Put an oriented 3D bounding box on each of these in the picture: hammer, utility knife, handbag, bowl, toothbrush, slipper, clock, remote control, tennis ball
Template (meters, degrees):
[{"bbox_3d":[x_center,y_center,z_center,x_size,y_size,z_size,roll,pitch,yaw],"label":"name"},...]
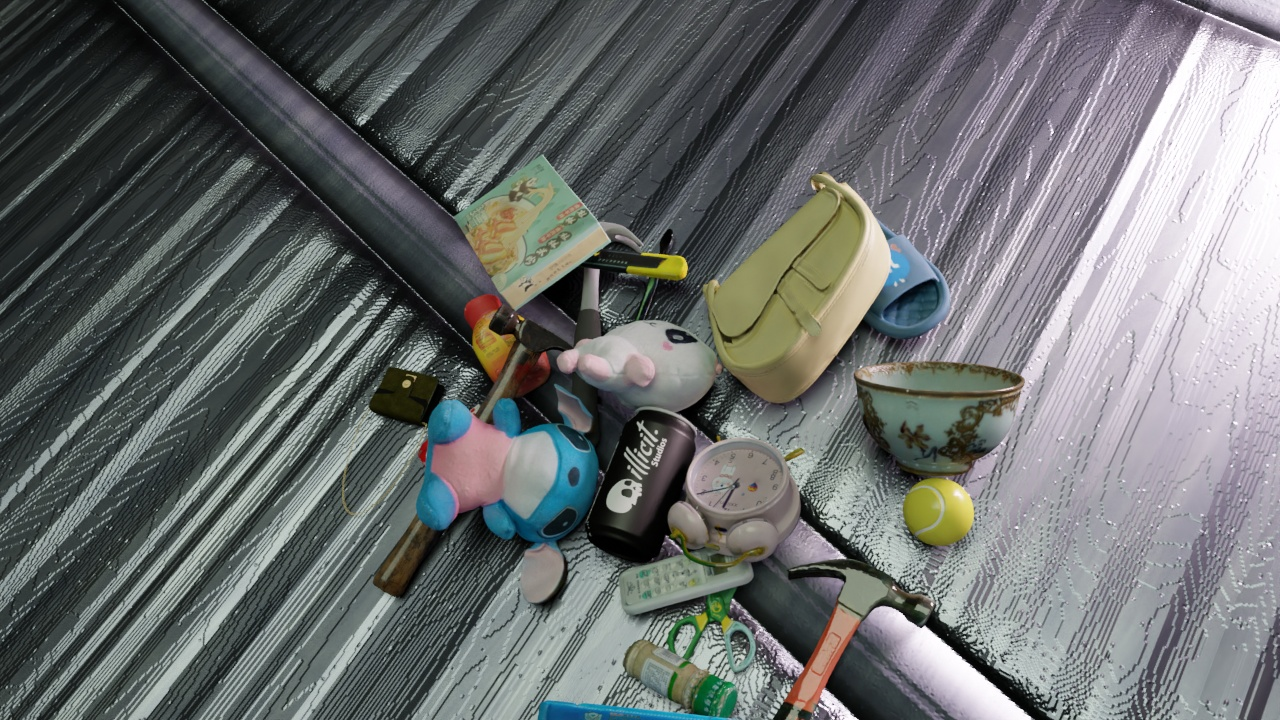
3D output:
[{"bbox_3d":[0.135,0.330,0.834,0.133,0.033,0.332,26,69,22],"label":"hammer"},{"bbox_3d":[-0.029,-0.119,1.098,0.174,0.020,0.028,8,64,19],"label":"utility knife"},{"bbox_3d":[0.167,-0.084,0.997,0.233,0.088,0.191,-45,50,9],"label":"handbag"},{"bbox_3d":[0.292,0.060,0.907,0.160,0.159,0.094,0,100,11],"label":"bowl"},{"bbox_3d":[0.011,-0.080,1.109,0.014,0.017,0.187,10,66,21],"label":"toothbrush"},{"bbox_3d":[0.271,-0.115,1.047,0.103,0.059,0.213,-27,57,-7],"label":"slipper"},{"bbox_3d":[-0.182,0.107,0.997,0.120,0.033,0.330,30,79,-2],"label":"hammer"},{"bbox_3d":[0.092,0.144,0.907,0.117,0.059,0.157,9,44,27],"label":"clock"},{"bbox_3d":[-0.058,-0.037,1.087,0.125,0.029,0.310,-4,60,10],"label":"hammer"},{"bbox_3d":[0.045,0.217,0.909,0.133,0.022,0.050,-17,37,6],"label":"remote control"},{"bbox_3d":[0.288,0.146,0.887,0.065,0.065,0.065,-5,59,8],"label":"tennis ball"},{"bbox_3d":[-0.296,0.093,1.061,0.084,0.027,0.177,13,65,18],"label":"handbag"}]

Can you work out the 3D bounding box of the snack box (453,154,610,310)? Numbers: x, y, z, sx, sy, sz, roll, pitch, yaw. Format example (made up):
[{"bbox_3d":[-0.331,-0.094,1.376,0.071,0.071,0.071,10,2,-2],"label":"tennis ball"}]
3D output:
[{"bbox_3d":[-0.137,-0.162,1.134,0.141,0.044,0.193,-36,44,0],"label":"snack box"}]

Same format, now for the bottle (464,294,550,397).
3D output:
[{"bbox_3d":[-0.162,-0.022,1.086,0.071,0.048,0.134,-31,59,-9],"label":"bottle"}]

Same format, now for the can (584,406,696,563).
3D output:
[{"bbox_3d":[0.002,0.128,0.947,0.080,0.080,0.145,13,64,18],"label":"can"}]

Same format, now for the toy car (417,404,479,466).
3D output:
[{"bbox_3d":[-0.210,0.091,1.044,0.089,0.025,0.038,-35,60,-10],"label":"toy car"}]

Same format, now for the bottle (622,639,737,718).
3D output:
[{"bbox_3d":[0.035,0.298,0.855,0.110,0.043,0.042,18,64,33],"label":"bottle"}]

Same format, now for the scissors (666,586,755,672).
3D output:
[{"bbox_3d":[0.083,0.247,0.900,0.112,0.012,0.130,24,66,27],"label":"scissors"}]

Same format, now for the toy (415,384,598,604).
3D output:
[{"bbox_3d":[-0.134,0.129,0.943,0.191,0.099,0.224,11,82,-22],"label":"toy"}]

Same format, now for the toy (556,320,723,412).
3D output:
[{"bbox_3d":[-0.006,0.006,0.981,0.139,0.179,0.101,21,102,47],"label":"toy"}]

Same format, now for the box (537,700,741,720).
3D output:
[{"bbox_3d":[0.025,0.356,0.765,0.244,0.114,0.113,-3,59,22],"label":"box"}]
